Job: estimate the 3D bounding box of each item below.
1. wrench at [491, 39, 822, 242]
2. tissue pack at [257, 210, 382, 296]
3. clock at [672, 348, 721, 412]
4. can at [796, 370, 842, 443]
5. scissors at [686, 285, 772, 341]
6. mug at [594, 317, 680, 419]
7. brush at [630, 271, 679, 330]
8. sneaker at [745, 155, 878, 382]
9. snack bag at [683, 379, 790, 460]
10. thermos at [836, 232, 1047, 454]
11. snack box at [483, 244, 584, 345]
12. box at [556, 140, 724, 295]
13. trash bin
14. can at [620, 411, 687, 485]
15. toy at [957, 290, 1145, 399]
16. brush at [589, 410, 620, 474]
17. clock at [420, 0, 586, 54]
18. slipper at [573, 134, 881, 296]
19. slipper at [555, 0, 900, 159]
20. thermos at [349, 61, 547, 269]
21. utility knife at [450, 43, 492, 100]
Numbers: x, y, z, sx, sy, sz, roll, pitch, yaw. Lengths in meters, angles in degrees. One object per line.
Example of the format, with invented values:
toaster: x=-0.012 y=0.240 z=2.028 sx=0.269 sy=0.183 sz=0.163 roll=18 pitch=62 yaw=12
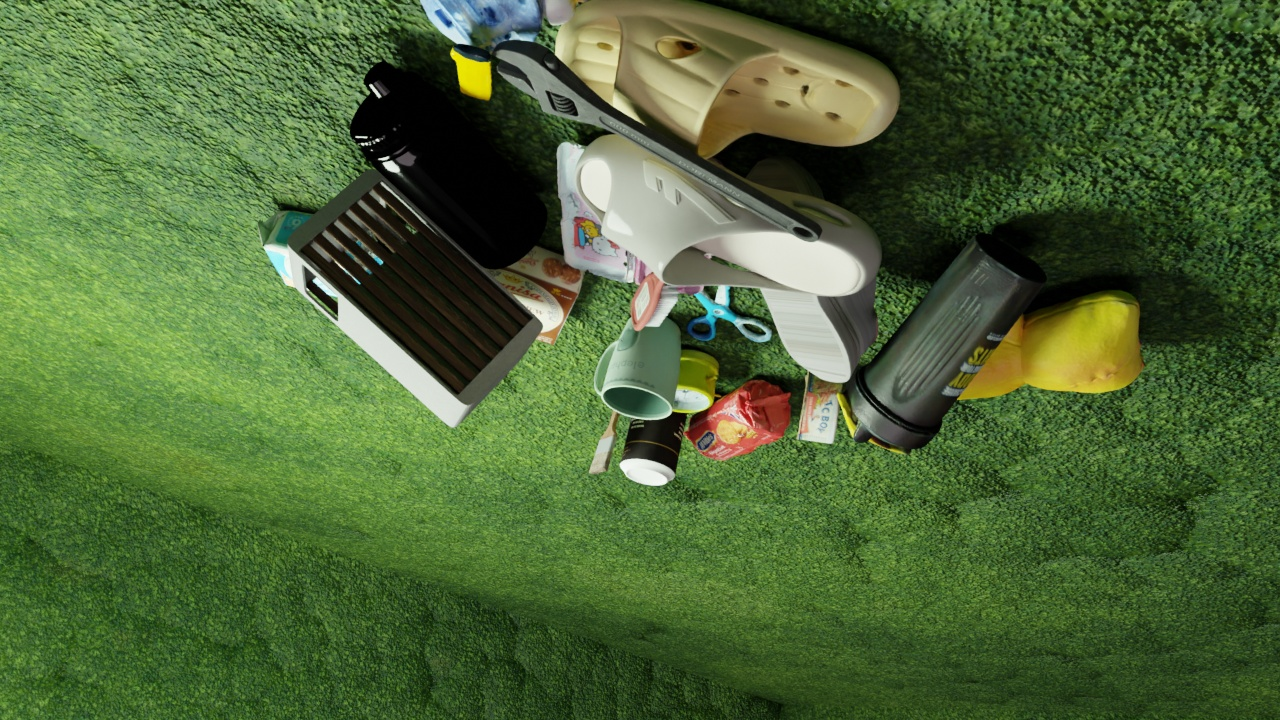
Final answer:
wrench: x=0.014 y=-0.157 z=0.671 sx=0.273 sy=0.018 sz=0.073 roll=28 pitch=168 yaw=-6
tissue pack: x=-0.349 y=-0.114 z=1.031 sx=0.144 sy=0.061 sz=0.093 roll=11 pitch=153 yaw=4
clock: x=0.041 y=0.025 z=1.127 sx=0.119 sy=0.057 sz=0.083 roll=0 pitch=153 yaw=13
can: x=0.210 y=0.053 z=1.075 sx=0.043 sy=0.086 sz=0.086 roll=8 pitch=153 yaw=10
scissors: x=0.078 y=-0.052 z=1.014 sx=0.118 sy=0.013 sz=0.140 roll=-8 pitch=149 yaw=39
mug: x=-0.006 y=0.006 z=1.061 sx=0.111 sy=0.103 sz=0.084 roll=-11 pitch=145 yaw=38
brush: x=0.024 y=-0.074 z=0.892 sx=0.030 sy=0.041 sz=0.173 roll=-2 pitch=161 yaw=-15
sneaker: x=0.164 y=-0.094 z=0.836 sx=0.099 sy=0.089 sz=0.236 roll=13 pitch=139 yaw=42
snack bag: x=0.126 y=0.081 z=1.179 sx=0.082 sy=0.082 sz=0.177 roll=22 pitch=153 yaw=-17
thermos: x=0.269 y=-0.008 z=0.840 sx=0.098 sy=0.098 sz=0.221 roll=20 pitch=125 yaw=-14
snack box: x=-0.145 y=-0.083 z=1.021 sx=0.143 sy=0.041 sz=0.147 roll=19 pitch=153 yaw=-9
box: x=-0.003 y=-0.132 z=0.872 sx=0.153 sy=0.037 sz=0.202 roll=14 pitch=153 yaw=4
trash bin: x=-0.227 y=-0.057 z=0.923 sx=0.229 sy=0.114 sz=0.115 roll=43 pitch=158 yaw=-3
can: x=0.020 y=0.091 z=1.186 sx=0.072 sy=0.128 sz=0.072 roll=10 pitch=153 yaw=5
toy: x=0.373 y=-0.011 z=0.881 sx=0.194 sy=0.087 sz=0.134 roll=-3 pitch=145 yaw=30
brush: x=-0.033 y=0.075 z=1.162 sx=0.008 sy=0.142 sz=0.045 roll=25 pitch=160 yaw=-19
clock: x=-0.094 y=-0.264 z=0.637 sx=0.126 sy=0.051 sz=0.089 roll=-4 pitch=148 yaw=30
slipper: x=0.057 y=-0.098 z=0.745 sx=0.266 sy=0.080 sz=0.113 roll=21 pitch=153 yaw=9
slipper: x=0.059 y=-0.196 z=0.674 sx=0.261 sy=0.079 sz=0.111 roll=12 pitch=150 yaw=2
thermos: x=-0.174 y=-0.172 z=0.813 sx=0.086 sy=0.086 sz=0.198 roll=-5 pitch=148 yaw=32
utility knife: x=-0.129 y=-0.220 z=0.707 sx=0.030 sy=0.017 sz=0.159 roll=20 pitch=178 yaw=-10
